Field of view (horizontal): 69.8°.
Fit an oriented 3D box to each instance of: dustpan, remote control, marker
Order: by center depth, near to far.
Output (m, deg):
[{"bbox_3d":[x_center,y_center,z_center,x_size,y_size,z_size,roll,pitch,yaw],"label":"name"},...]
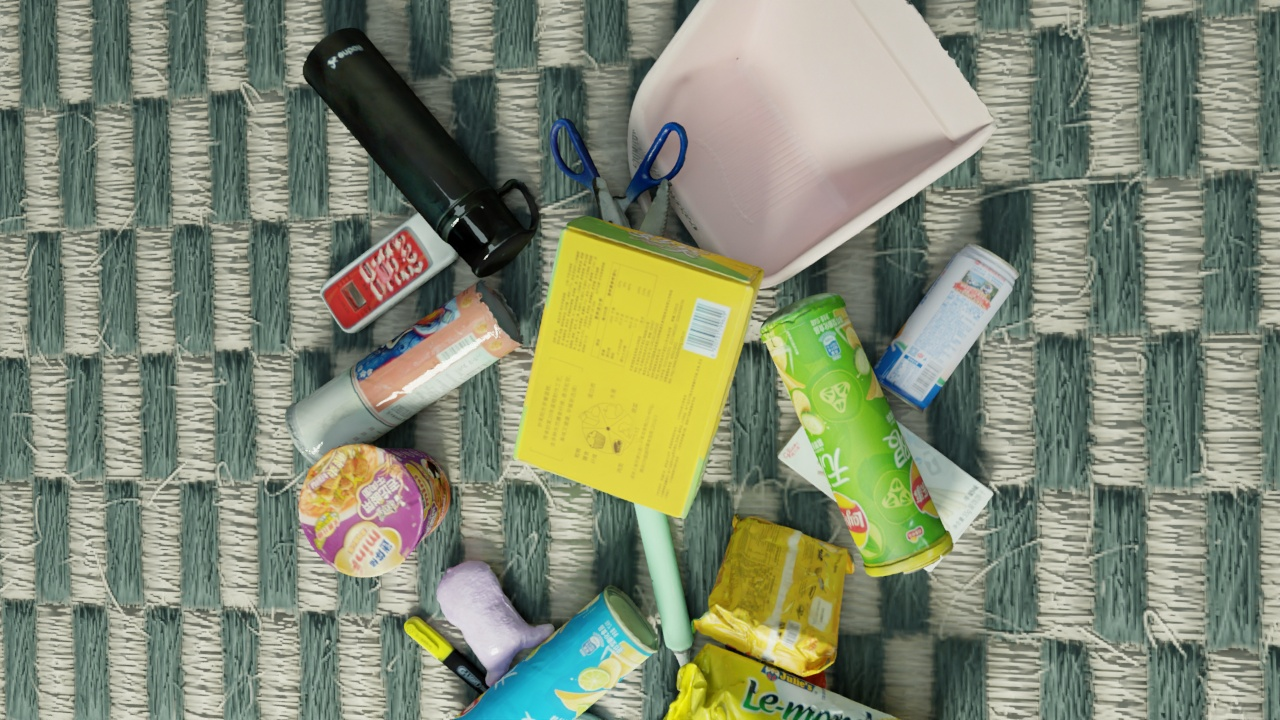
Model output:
[{"bbox_3d":[0.094,-0.172,0.692,0.138,0.274,0.222,-32,82,-16],"label":"dustpan"},{"bbox_3d":[-0.168,0.279,0.842,0.124,0.015,0.018,38,100,6],"label":"marker"},{"bbox_3d":[-0.232,-0.082,0.845,0.136,0.020,0.056,-34,84,10],"label":"remote control"}]

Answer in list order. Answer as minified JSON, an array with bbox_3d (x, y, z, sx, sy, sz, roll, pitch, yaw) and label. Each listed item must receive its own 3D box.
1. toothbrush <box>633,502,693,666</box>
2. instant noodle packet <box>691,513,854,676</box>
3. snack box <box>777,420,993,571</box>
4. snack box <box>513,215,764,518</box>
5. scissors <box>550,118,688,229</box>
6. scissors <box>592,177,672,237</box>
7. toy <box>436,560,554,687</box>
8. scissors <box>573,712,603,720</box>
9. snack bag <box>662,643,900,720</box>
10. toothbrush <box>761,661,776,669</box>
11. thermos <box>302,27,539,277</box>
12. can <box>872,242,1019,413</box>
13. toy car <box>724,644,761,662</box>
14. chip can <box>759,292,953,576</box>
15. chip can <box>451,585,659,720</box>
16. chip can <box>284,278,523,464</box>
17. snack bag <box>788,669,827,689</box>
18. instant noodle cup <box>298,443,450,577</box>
[{"bbox_3d":[0.028,0.216,0.798,0.026,0.027,0.224,-12,88,-18],"label":"toothbrush"},{"bbox_3d":[0.109,0.187,0.736,0.111,0.128,0.044,17,127,11],"label":"instant noodle packet"},{"bbox_3d":[0.201,0.094,0.764,0.157,0.027,0.085,37,97,7],"label":"snack box"},{"bbox_3d":[-0.004,0.004,0.749,0.158,0.069,0.210,18,112,10],"label":"snack box"},{"bbox_3d":[-0.024,-0.141,0.779,0.162,0.012,0.173,45,123,14],"label":"scissors"},{"bbox_3d":[-0.012,-0.042,0.782,0.189,0.015,0.227,44,114,-1],"label":"scissors"},{"bbox_3d":[-0.137,0.227,0.823,0.084,0.039,0.108,-40,81,9],"label":"toy"},{"bbox_3d":[-0.025,0.389,0.816,0.170,0.019,0.181,-2,90,10],"label":"scissors"},{"bbox_3d":[0.122,0.327,0.719,0.246,0.068,0.158,22,126,1],"label":"snack bag"},{"bbox_3d":[0.073,0.344,0.798,0.016,0.016,0.190,26,97,8],"label":"toothbrush"},{"bbox_3d":[-0.190,-0.188,0.818,0.089,0.069,0.242,-38,84,-27],"label":"thermos"},{"bbox_3d":[0.244,-0.026,0.739,0.053,0.053,0.134,35,97,8],"label":"can"},{"bbox_3d":[0.092,0.234,0.780,0.034,0.043,0.090,13,88,-24],"label":"toy car"},{"bbox_3d":[0.166,0.055,0.718,0.073,0.072,0.221,-25,86,10],"label":"chip can"},{"bbox_3d":[-0.084,0.287,0.791,0.210,0.071,0.071,-41,84,5],"label":"chip can"},{"bbox_3d":[-0.209,0.014,0.817,0.215,0.071,0.071,-32,85,9],"label":"chip can"},{"bbox_3d":[0.154,0.311,0.776,0.048,0.026,0.104,-29,86,17],"label":"snack bag"},{"bbox_3d":[-0.223,0.124,0.807,0.112,0.099,0.111,0,92,12],"label":"instant noodle cup"}]
